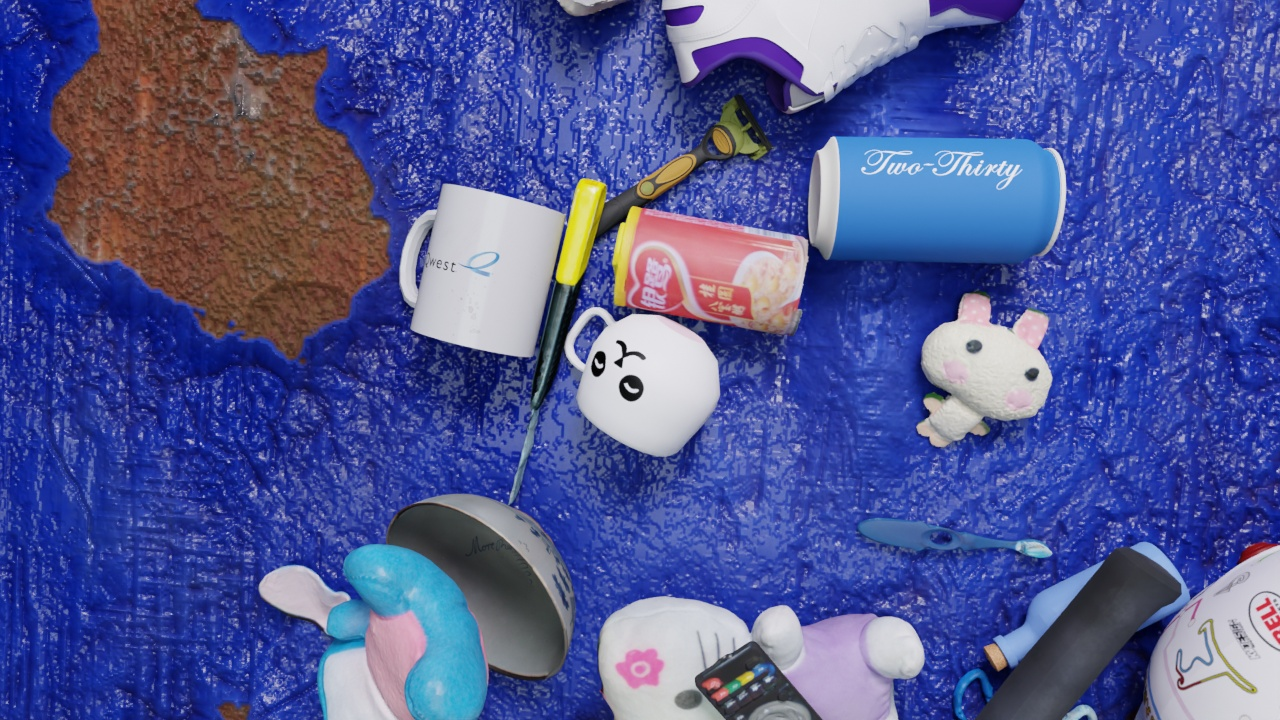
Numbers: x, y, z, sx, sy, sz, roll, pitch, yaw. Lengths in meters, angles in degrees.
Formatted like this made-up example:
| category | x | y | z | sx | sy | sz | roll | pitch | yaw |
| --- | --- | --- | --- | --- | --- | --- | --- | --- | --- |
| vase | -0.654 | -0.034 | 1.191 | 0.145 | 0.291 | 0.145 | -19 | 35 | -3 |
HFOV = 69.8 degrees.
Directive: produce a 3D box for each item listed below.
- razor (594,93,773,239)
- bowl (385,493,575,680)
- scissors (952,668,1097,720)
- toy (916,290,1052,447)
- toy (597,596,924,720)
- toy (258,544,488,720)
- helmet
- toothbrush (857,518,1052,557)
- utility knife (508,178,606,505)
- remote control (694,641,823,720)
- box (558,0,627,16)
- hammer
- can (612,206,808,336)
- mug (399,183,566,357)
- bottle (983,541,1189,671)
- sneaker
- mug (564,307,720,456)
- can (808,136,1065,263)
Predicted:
| category | x | y | z | sx | sy | sz | roll | pitch | yaw |
| --- | --- | --- | --- | --- | --- | --- | --- | --- | --- |
| razor | 0.018 | -0.125 | 0.632 | 0.144 | 0.021 | 0.044 | -32 | 91 | 7 |
| bowl | -0.096 | 0.142 | 0.621 | 0.151 | 0.056 | 0.151 | 17 | 128 | 23 |
| scissors | 0.265 | 0.273 | 0.644 | 0.130 | 0.014 | 0.125 | -16 | 91 | 7 |
| toy | 0.229 | 0.008 | 0.614 | 0.087 | 0.050 | 0.112 | 28 | 89 | 2 |
| toy | 0.075 | 0.211 | 0.611 | 0.209 | 0.085 | 0.138 | 1 | 115 | -3 |
| toy | -0.162 | 0.197 | 0.599 | 0.224 | 0.098 | 0.192 | 47 | 138 | 20 |
| helmet | 0.456 | 0.224 | 0.519 | 0.315 | 0.230 | 0.236 | -1 | 120 | 8 |
| toothbrush | 0.217 | 0.124 | 0.634 | 0.132 | 0.016 | 0.021 | 6 | 91 | 3 |
| utility knife | -0.061 | -0.009 | 0.629 | 0.020 | 0.028 | 0.234 | 16 | 100 | 9 |
| remote control | 0.090 | 0.229 | 0.566 | 0.045 | 0.021 | 0.140 | -36 | 109 | 8 |
| box | -0.049 | -0.341 | 0.602 | 0.156 | 0.071 | 0.216 | -36 | 91 | -23 |
| hammer | 0.233 | 0.253 | 0.594 | 0.139 | 0.035 | 0.313 | 30 | 103 | -17 |
| can | 0.046 | -0.059 | 0.609 | 0.124 | 0.066 | 0.067 | 10 | 94 | 3 |
| mug | -0.116 | -0.063 | 0.619 | 0.120 | 0.083 | 0.096 | 16 | 94 | 30 |
| bottle | 0.294 | 0.172 | 0.616 | 0.131 | 0.048 | 0.048 | -28 | 91 | 5 |
| sneaker | 0.130 | -0.213 | 0.586 | 0.244 | 0.091 | 0.111 | 1 | 114 | -7 |
| mug | -0.004 | 0.004 | 0.613 | 0.124 | 0.090 | 0.076 | 37 | 104 | 32 |
| can | 0.186 | -0.103 | 0.592 | 0.146 | 0.079 | 0.079 | 2 | 93 | 3 |
